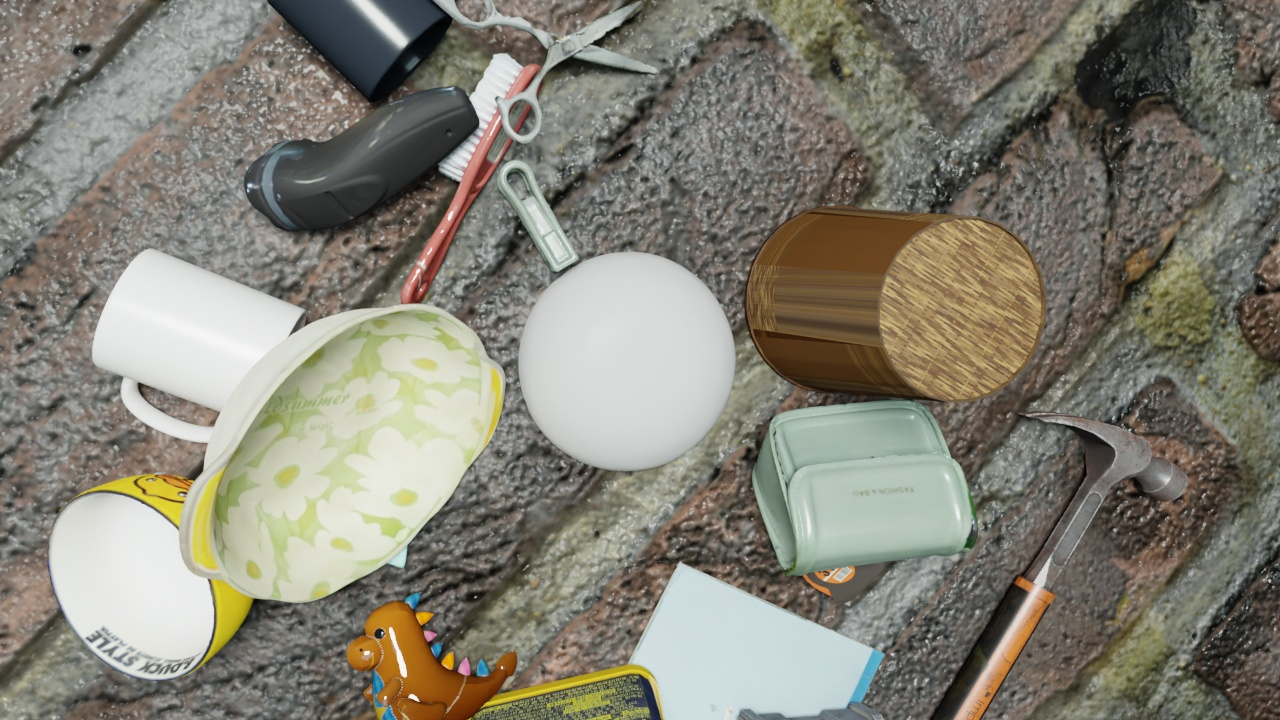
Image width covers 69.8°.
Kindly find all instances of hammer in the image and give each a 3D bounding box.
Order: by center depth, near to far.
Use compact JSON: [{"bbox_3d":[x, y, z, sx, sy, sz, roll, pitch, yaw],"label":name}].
[{"bbox_3d":[0.120,0.408,0.630,0.098,0.044,0.322,1,84,-13],"label":"hammer"},{"bbox_3d":[0.276,0.182,0.687,0.137,0.035,0.314,32,89,-13],"label":"hammer"}]

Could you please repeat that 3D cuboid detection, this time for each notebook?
[{"bbox_3d":[0.049,0.293,0.663,0.181,0.009,0.253,27,90,-14],"label":"notebook"}]

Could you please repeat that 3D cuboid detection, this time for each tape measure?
[{"bbox_3d":[0.138,0.135,0.648,0.059,0.038,0.058,26,127,-4],"label":"tape measure"}]

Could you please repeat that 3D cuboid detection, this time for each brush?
[{"bbox_3d":[-0.114,-0.113,0.574,0.030,0.041,0.172,29,92,4],"label":"brush"}]

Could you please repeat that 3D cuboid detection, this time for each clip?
[{"bbox_3d":[-0.067,-0.093,0.588,0.023,0.042,0.076,-32,101,-9],"label":"clip"}]

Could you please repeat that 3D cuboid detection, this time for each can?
[{"bbox_3d":[-0.045,0.259,0.582,0.135,0.104,0.075,-11,94,-5],"label":"can"}]

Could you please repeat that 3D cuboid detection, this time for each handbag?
[{"bbox_3d":[0.145,0.084,0.604,0.121,0.067,0.106,-5,52,-10],"label":"handbag"}]

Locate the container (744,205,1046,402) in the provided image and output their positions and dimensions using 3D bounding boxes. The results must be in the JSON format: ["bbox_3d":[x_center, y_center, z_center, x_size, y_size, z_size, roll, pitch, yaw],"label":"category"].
[{"bbox_3d":[0.154,-0.035,0.569,0.132,0.167,0.132,-1,96,-12],"label":"container"}]

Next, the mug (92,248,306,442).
[{"bbox_3d":[-0.261,0.001,0.541,0.090,0.073,0.111,23,116,-13],"label":"mug"}]

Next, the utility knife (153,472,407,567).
[{"bbox_3d":[-0.228,0.098,0.583,0.165,0.015,0.022,19,93,-10],"label":"utility knife"}]

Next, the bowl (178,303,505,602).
[{"bbox_3d":[-0.175,0.043,0.528,0.060,0.218,0.189,29,120,25],"label":"bowl"}]

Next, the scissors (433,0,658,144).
[{"bbox_3d":[-0.057,-0.199,0.554,0.158,0.014,0.141,41,65,-29],"label":"scissors"}]

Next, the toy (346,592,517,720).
[{"bbox_3d":[-0.134,0.194,0.602,0.102,0.071,0.090,-20,87,-32],"label":"toy"}]

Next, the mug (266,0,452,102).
[{"bbox_3d":[-0.153,-0.216,0.542,0.077,0.071,0.104,44,59,-13],"label":"mug"}]

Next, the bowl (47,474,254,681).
[{"bbox_3d":[-0.273,0.118,0.537,0.117,0.067,0.117,4,105,16],"label":"bowl"}]

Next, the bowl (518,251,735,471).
[{"bbox_3d":[-0.003,0.004,0.604,0.149,0.043,0.149,-1,96,-12],"label":"bowl"}]

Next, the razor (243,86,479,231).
[{"bbox_3d":[-0.164,-0.124,0.544,0.140,0.053,0.063,-28,63,1],"label":"razor"}]
